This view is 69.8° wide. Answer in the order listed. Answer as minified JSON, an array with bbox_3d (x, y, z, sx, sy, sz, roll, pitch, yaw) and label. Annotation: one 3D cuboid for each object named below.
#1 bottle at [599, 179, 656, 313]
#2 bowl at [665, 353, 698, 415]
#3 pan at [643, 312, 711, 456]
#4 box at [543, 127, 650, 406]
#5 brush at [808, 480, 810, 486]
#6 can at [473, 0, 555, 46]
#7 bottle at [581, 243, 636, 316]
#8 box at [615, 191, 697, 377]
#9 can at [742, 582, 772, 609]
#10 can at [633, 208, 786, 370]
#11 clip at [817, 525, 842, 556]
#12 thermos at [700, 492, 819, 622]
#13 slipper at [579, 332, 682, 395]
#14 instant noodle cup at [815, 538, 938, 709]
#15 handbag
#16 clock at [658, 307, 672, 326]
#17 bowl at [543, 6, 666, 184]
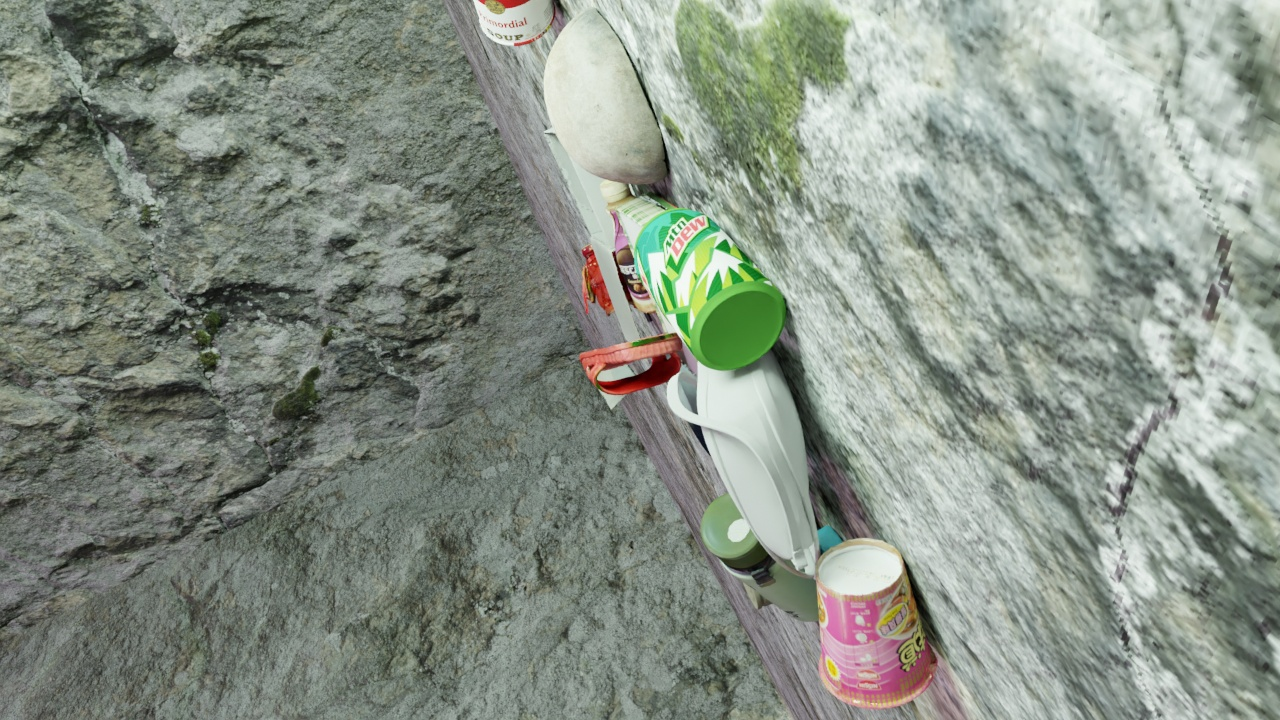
[{"bbox_3d":[-0.004,-0.138,1.088,0.059,0.059,0.166,-126,12,-63],"label":"bottle"},{"bbox_3d":[0.068,0.029,1.289,0.106,0.039,0.106,63,175,10],"label":"bowl"},{"bbox_3d":[0.043,-0.011,1.440,0.356,0.021,0.199,64,175,-6],"label":"pan"},{"bbox_3d":[-0.039,-0.140,1.213,0.166,0.098,0.369,-130,22,-72],"label":"box"},{"bbox_3d":[0.112,0.088,0.951,0.136,0.075,0.055,64,174,-1],"label":"brush"},{"bbox_3d":[-0.143,-0.412,0.989,0.086,0.086,0.116,62,174,21],"label":"can"},{"bbox_3d":[-0.043,-0.122,1.362,0.099,0.099,0.111,155,94,-85],"label":"bottle"},{"bbox_3d":[0.043,-0.076,0.997,0.205,0.051,0.117,65,171,-24],"label":"box"},{"bbox_3d":[0.161,0.249,1.183,0.128,0.073,0.128,158,92,-87],"label":"can"},{"bbox_3d":[0.053,-0.063,0.759,0.144,0.083,0.083,58,172,49],"label":"can"},{"bbox_3d":[0.211,0.224,0.918,0.119,0.027,0.102,61,171,28],"label":"clip"},{"bbox_3d":[0.136,0.204,0.929,0.231,0.082,0.082,45,-169,-50],"label":"thermos"},{"bbox_3d":[-0.006,0.006,1.040,0.249,0.103,0.059,166,91,-75],"label":"slipper"},{"bbox_3d":[0.187,0.211,0.755,0.097,0.097,0.109,-127,19,-64],"label":"instant noodle cup"},{"bbox_3d":[0.109,0.105,0.796,0.215,0.096,0.223,-79,-33,-68],"label":"handbag"},{"bbox_3d":[0.056,-0.058,0.893,0.091,0.043,0.123,18,139,56],"label":"clock"},{"bbox_3d":[-0.048,-0.246,0.901,0.178,0.081,0.178,155,91,-84],"label":"bowl"}]
